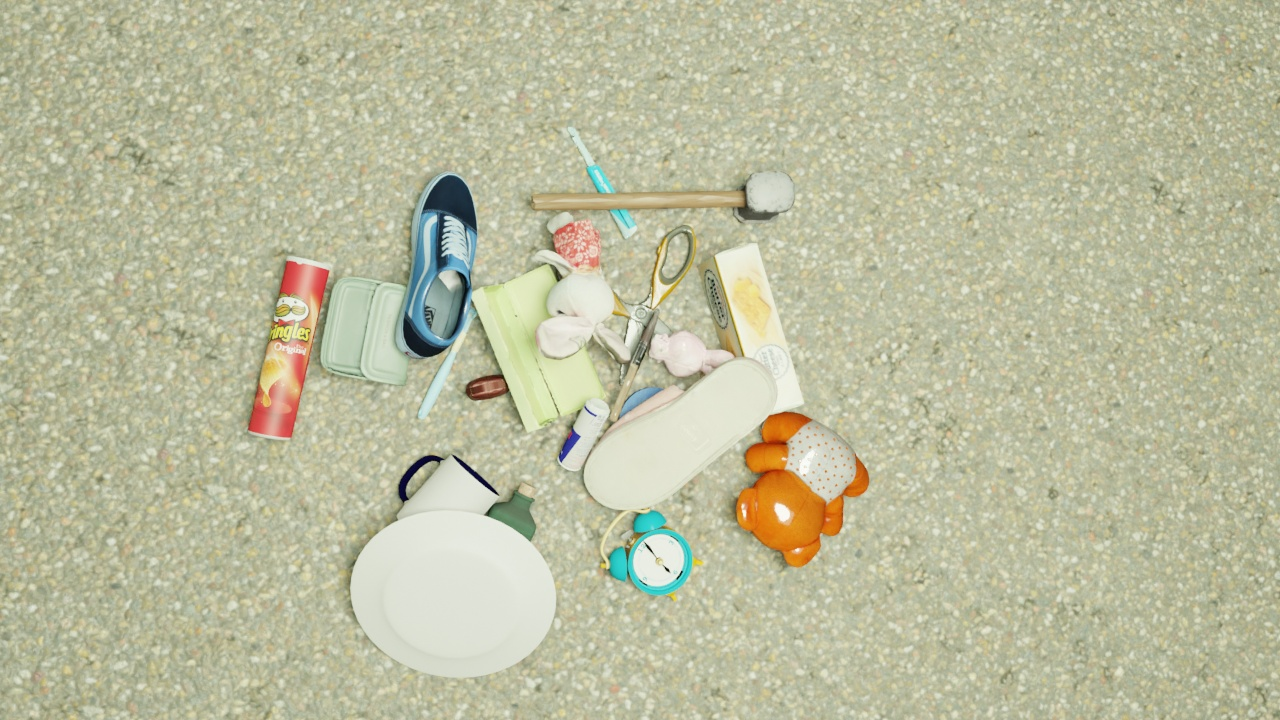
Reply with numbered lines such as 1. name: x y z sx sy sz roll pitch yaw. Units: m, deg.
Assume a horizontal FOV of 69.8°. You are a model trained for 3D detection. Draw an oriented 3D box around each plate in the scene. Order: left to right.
1. plate: -0.221 0.284 1.084 0.242 0.016 0.243 0 113 -1

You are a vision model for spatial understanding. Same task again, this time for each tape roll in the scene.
1. tape roll: 0.016 0.082 1.175 0.091 0.016 0.093 -35 94 -7

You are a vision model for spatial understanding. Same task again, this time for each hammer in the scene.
1. hammer: 0.029 -0.200 1.149 0.328 0.098 0.052 -2 89 -5

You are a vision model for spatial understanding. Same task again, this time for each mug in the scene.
1. mug: -0.243 0.165 1.113 0.112 0.078 0.097 38 83 23

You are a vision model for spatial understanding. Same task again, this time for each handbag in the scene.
1. handbag: -0.324 -0.037 1.106 0.106 0.067 0.122 11 87 -9
2. handbag: -0.183 0.032 1.096 0.055 0.120 0.029 -13 90 -8

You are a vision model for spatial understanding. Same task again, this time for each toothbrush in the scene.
1. toothbrush: -0.240 0.003 1.142 0.022 0.016 0.155 22 84 25

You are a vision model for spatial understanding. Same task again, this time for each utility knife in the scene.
1. utility knife: -0.053 -0.228 1.176 0.022 0.015 0.162 -32 90 -10

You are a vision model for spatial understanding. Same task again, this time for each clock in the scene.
1. clock: 0.012 0.245 1.159 0.129 0.044 0.099 38 84 -13

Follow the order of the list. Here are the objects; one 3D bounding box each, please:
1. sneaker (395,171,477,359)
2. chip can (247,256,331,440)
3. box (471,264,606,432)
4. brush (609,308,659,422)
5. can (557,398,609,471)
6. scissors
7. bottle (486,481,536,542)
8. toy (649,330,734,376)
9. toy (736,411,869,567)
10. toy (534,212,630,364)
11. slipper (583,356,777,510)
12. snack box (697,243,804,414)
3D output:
1. sneaker: -0.220 -0.120 1.081 0.083 0.098 0.240 23 64 -37
2. chip can: -0.421 -0.014 1.099 0.052 0.052 0.214 12 87 -8
3. box: -0.132 -0.014 1.142 0.127 0.066 0.188 -26 93 -27
4. brush: -0.007 0.007 1.141 0.012 0.039 0.151 21 77 3
5. can: -0.070 0.091 1.135 0.032 0.032 0.095 25 114 -7
6. scissors: -0.012 -0.082 1.176 0.229 0.016 0.225 21 88 -8
7. bottle: -0.165 0.212 1.123 0.061 0.061 0.131 27 85 -9
8. toy: 0.066 -0.005 1.155 0.110 0.064 0.047 22 49 5
9. toy: 0.199 0.165 1.168 0.164 0.093 0.172 38 71 -8
10. toy: -0.076 -0.089 1.108 0.158 0.084 0.194 0 74 -51
11. slipper: 0.048 0.090 1.122 0.275 0.054 0.114 -34 90 17
12. snack box: 0.136 -0.035 1.151 0.057 0.104 0.208 -17 91 -9
